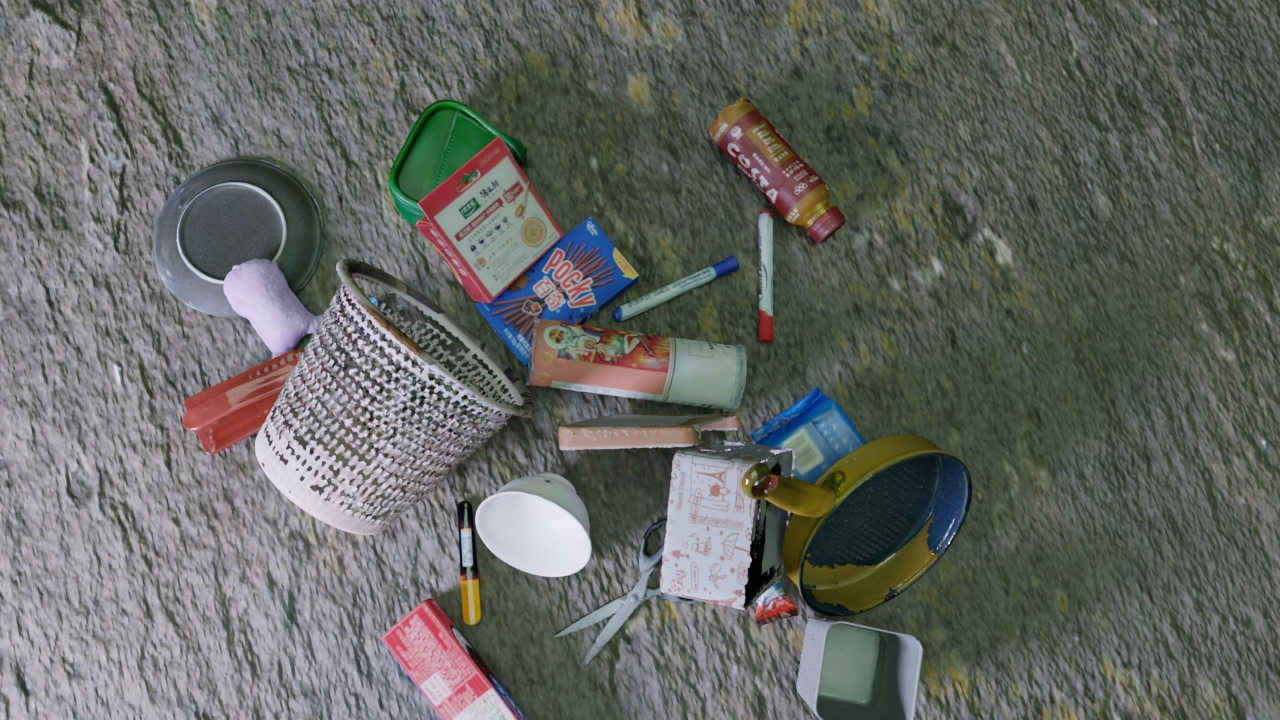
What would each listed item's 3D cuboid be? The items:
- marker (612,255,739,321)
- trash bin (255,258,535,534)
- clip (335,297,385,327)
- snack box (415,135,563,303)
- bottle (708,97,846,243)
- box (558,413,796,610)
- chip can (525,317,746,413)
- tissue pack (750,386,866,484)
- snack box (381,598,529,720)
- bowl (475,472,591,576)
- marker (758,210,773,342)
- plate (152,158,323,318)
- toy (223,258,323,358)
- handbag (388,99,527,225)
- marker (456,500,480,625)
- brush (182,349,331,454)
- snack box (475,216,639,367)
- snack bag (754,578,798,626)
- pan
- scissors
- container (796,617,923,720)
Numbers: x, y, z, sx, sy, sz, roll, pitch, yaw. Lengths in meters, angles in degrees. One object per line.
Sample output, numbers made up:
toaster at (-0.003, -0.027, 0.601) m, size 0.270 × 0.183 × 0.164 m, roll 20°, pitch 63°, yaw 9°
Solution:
marker at (0.038, -0.077, 0.985) m, size 0.145 × 0.017 × 0.017 m, roll -25°, pitch 82°, yaw -6°
trash bin at (-0.244, 0.047, 0.866) m, size 0.227 × 0.227 × 0.192 m, roll 40°, pitch 95°, yaw 5°
clip at (-0.296, -0.048, 0.967) m, size 0.057 × 0.049 × 0.015 m, roll -28°, pitch 83°, yaw -1°
snack box at (-0.158, -0.143, 0.934) m, size 0.113 × 0.044 × 0.127 m, roll -45°, pitch 122°, yaw -20°
bottle at (0.150, -0.202, 0.991) m, size 0.057 × 0.057 × 0.175 m, roll -40°, pitch 84°, yaw -8°
box at (0.031, 0.125, 0.856) m, size 0.193 × 0.183 × 0.157 m, roll 4°, pitch 90°, yaw 20°
chip can at (-0.006, 0.005, 0.928) m, size 0.214 × 0.071 × 0.071 m, roll 7°, pitch 79°, yaw -8°
tissue pack at (0.192, 0.114, 0.939) m, size 0.095 × 0.052 × 0.157 m, roll -34°, pitch 83°, yaw -6°
snack box at (-0.163, 0.329, 0.885) m, size 0.058 × 0.057 × 0.207 m, roll -39°, pitch 83°, yaw -11°
bowl at (-0.096, 0.151, 0.908) m, size 0.118 × 0.119 × 0.064 m, roll 20°, pitch 40°, yaw 1°
marker at (0.135, -0.091, 0.991) m, size 0.017 × 0.017 × 0.145 m, roll 1°, pitch 80°, yaw -2°
plate at (-0.430, -0.133, 0.974) m, size 0.179 × 0.024 × 0.179 m, roll 0°, pitch 80°, yaw -2°
toy at (-0.379, -0.057, 0.948) m, size 0.083 × 0.039 × 0.108 m, roll -39°, pitch 104°, yaw -11°
handbag at (-0.198, -0.198, 0.978) m, size 0.120 × 0.068 × 0.131 m, roll 27°, pitch 78°, yaw -6°
marker at (-0.174, 0.204, 0.929) m, size 0.018 × 0.015 × 0.123 m, roll -6°, pitch 78°, yaw -5°
brush at (-0.381, 0.035, 0.923) m, size 0.145 × 0.069 × 0.063 m, roll -27°, pitch 83°, yaw -7°
snack box at (-0.087, -0.073, 0.974) m, size 0.157 × 0.026 × 0.084 m, roll -39°, pitch 84°, yaw -8°
snack bag at (0.122, 0.214, 0.932) m, size 0.048 × 0.026 × 0.104 m, roll -14°, pitch 80°, yaw -14°
pan at (0.181, 0.136, 0.809) m, size 0.198 × 0.357 × 0.078 m, roll -51°, pitch 41°, yaw 9°
scissors at (0.000, 0.237, 0.929) m, size 0.170 × 0.014 × 0.159 m, roll 7°, pitch 79°, yaw 0°
container at (0.202, 0.294, 0.875) m, size 0.090 × 0.114 × 0.090 m, roll 12°, pitch 80°, yaw 0°
